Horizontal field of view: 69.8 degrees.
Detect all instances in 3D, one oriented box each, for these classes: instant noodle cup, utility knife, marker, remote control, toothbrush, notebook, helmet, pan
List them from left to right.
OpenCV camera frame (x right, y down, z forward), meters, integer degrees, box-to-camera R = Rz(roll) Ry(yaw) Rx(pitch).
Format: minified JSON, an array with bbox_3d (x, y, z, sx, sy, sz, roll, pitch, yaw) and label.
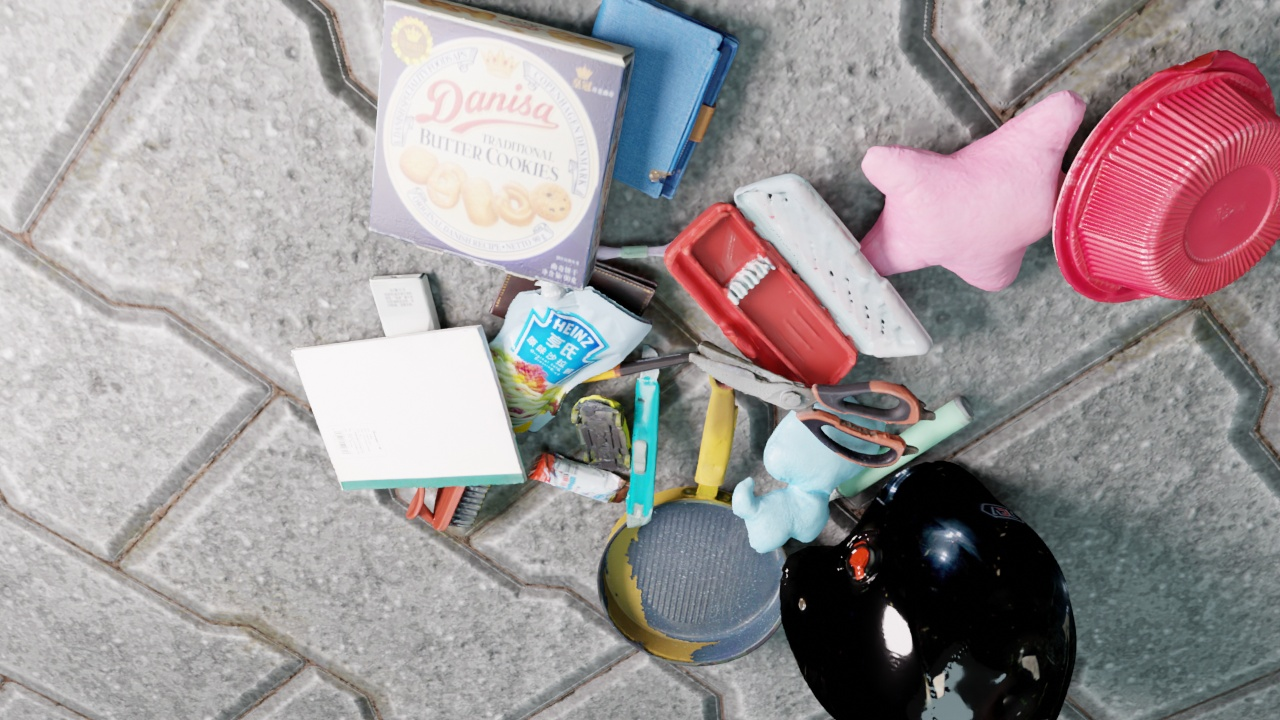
[{"bbox_3d":[-0.213,0.049,0.836,0.209,0.012,0.150,-5,110,23],"label":"notebook"},{"bbox_3d":[-0.206,-0.022,0.830,0.049,0.024,0.125,-3,123,6],"label":"remote control"},{"bbox_3d":[-0.050,-0.090,0.777,0.189,0.021,0.029,-1,86,7],"label":"toothbrush"},{"bbox_3d":[-0.005,0.005,0.828,0.124,0.018,0.015,-10,104,21],"label":"marker"},{"bbox_3d":[0.002,0.074,0.851,0.029,0.013,0.180,9,103,24],"label":"utility knife"},{"bbox_3d":[0.062,0.154,0.894,0.198,0.078,0.358,6,111,1],"label":"pan"},{"bbox_3d":[0.221,0.106,0.884,0.225,0.027,0.026,-40,100,26],"label":"toothbrush"},{"bbox_3d":[0.279,0.239,0.841,0.233,0.230,0.275,15,95,-27],"label":"helmet"},{"bbox_3d":[0.398,-0.116,0.659,0.193,0.066,0.194,-9,123,-15],"label":"instant noodle cup"}]

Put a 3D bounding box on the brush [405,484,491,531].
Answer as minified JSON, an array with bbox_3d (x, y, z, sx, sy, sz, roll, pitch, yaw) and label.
[{"bbox_3d":[-0.183,0.110,0.894,0.069,0.063,0.146,12,126,-22],"label":"brush"}]

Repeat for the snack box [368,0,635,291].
[{"bbox_3d":[-0.109,-0.161,0.690,0.178,0.045,0.183,16,120,6],"label":"snack box"}]

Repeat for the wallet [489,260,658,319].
[{"bbox_3d":[-0.059,-0.053,0.791,0.122,0.020,0.097,20,131,-13],"label":"wallet"}]

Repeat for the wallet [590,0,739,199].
[{"bbox_3d":[0.003,-0.198,0.688,0.106,0.040,0.133,23,123,-1],"label":"wallet"}]

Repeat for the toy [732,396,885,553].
[{"bbox_3d":[0.156,0.095,0.843,0.161,0.050,0.156,-7,106,-21],"label":"toy"}]

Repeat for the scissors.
[{"bbox_3d":[0.148,0.026,0.772,0.192,0.015,0.207,-19,124,18],"label":"scissors"}]

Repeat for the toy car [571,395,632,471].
[{"bbox_3d":[-0.033,0.066,0.866,0.048,0.032,0.105,3,139,14],"label":"toy car"}]

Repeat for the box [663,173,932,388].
[{"bbox_3d":[0.130,-0.057,0.754,0.155,0.073,0.201,-29,120,32],"label":"box"}]

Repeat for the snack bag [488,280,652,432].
[{"bbox_3d":[-0.087,-0.003,0.807,0.110,0.038,0.192,36,129,-18],"label":"snack bag"}]

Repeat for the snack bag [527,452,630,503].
[{"bbox_3d":[-0.060,0.119,0.913,0.104,0.026,0.048,21,137,-9],"label":"snack bag"}]

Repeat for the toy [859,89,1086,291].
[{"bbox_3d":[0.253,-0.110,0.711,0.195,0.074,0.178,-16,133,20],"label":"toy"}]
